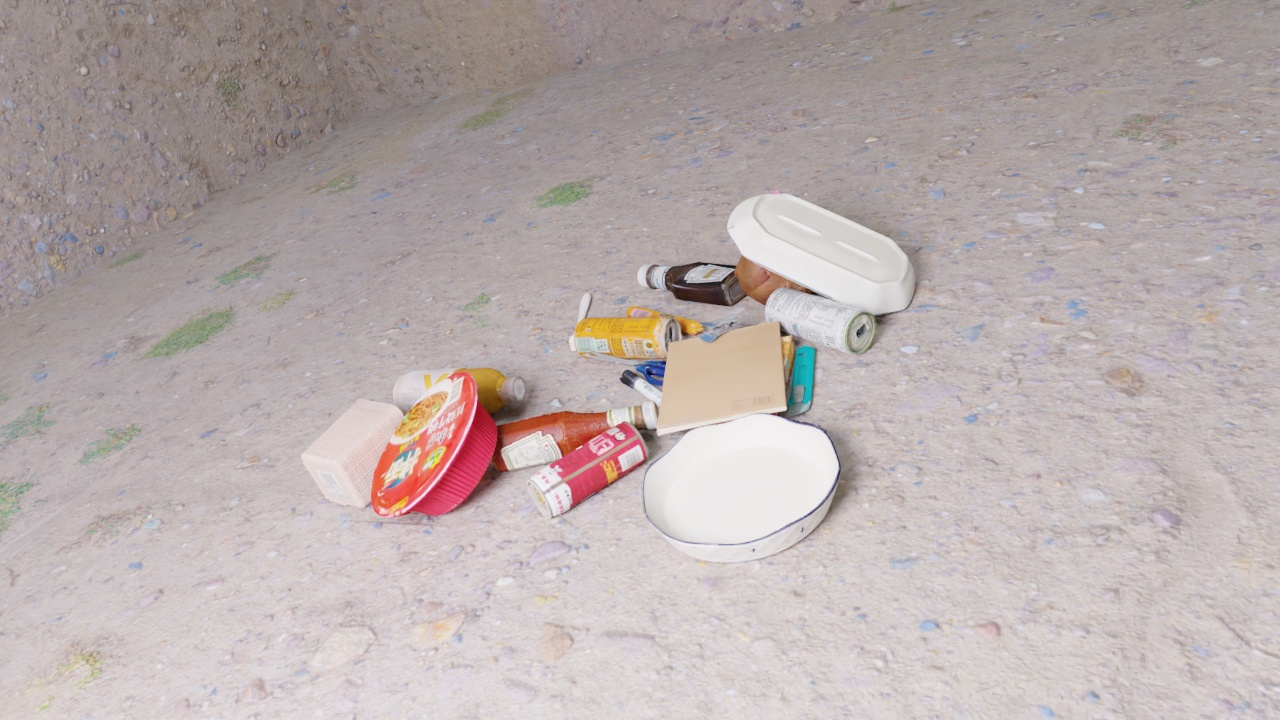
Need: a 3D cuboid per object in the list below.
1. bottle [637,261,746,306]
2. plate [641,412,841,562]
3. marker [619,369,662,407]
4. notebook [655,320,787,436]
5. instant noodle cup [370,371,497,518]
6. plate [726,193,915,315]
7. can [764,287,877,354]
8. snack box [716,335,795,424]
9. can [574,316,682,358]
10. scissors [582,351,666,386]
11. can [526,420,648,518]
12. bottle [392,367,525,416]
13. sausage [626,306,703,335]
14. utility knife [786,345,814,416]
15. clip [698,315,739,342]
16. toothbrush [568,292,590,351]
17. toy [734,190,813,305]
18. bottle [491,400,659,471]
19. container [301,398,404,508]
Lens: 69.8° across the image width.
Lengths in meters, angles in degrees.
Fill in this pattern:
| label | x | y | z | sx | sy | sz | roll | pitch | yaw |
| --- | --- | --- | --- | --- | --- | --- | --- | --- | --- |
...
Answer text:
| label | x | y | z | sx | sy | sz | roll | pitch | yaw |
| --- | --- | --- | --- | --- | --- | --- | --- | --- | --- |
| bottle | 0.076 | -0.121 | 1.399 | 0.195 | 0.044 | 0.079 | 12 | 39 | 43 |
| plate | 0.103 | 0.130 | 0.934 | 0.205 | 0.045 | 0.204 | -12 | 28 | 7 |
| marker | 0.010 | 0.041 | 1.174 | 0.022 | 0.018 | 0.131 | -44 | 33 | -7 |
| notebook | 0.100 | 0.016 | 1.115 | 0.150 | 0.012 | 0.211 | -12 | 27 | 12 |
| instant noodle cup | -0.233 | 0.109 | 1.079 | 0.194 | 0.066 | 0.193 | -35 | 35 | 29 |
| plate | 0.247 | -0.153 | 1.222 | 0.266 | 0.034 | 0.161 | 26 | 45 | 7 |
| can | 0.228 | -0.052 | 1.173 | 0.058 | 0.058 | 0.147 | -32 | 31 | -25 |
| snack box | 0.141 | 0.022 | 1.122 | 0.077 | 0.027 | 0.155 | -7 | 30 | 22 |
| can | -0.019 | -0.031 | 1.273 | 0.146 | 0.058 | 0.058 | 1 | 33 | 30 |
| scissors | 0.003 | 0.003 | 1.226 | 0.124 | 0.012 | 0.174 | -13 | 24 | -24 |
| can | -0.059 | 0.122 | 1.027 | 0.132 | 0.053 | 0.053 | -30 | 31 | -22 |
| bottle | -0.247 | 0.044 | 1.255 | 0.190 | 0.068 | 0.067 | -4 | 31 | 23 |
| sausage | 0.033 | -0.058 | 1.332 | 0.021 | 0.021 | 0.165 | -35 | 33 | -30 |
| utility knife | 0.194 | 0.022 | 1.109 | 0.029 | 0.013 | 0.150 | -5 | 31 | 17 |
| clip | 0.104 | -0.045 | 1.196 | 0.058 | 0.045 | 0.027 | -19 | 22 | -25 |
| toothbrush | -0.093 | -0.065 | 1.419 | 0.016 | 0.016 | 0.179 | -9 | 29 | 10 |
| toy | 0.213 | -0.169 | 1.329 | 0.131 | 0.140 | 0.199 | -32 | 13 | 34 |
| bottle | -0.079 | 0.086 | 1.100 | 0.206 | 0.060 | 0.059 | -13 | 29 | 7 |
| container | -0.354 | 0.120 | 1.162 | 0.090 | 0.090 | 0.110 | 6 | 39 | 36 |
